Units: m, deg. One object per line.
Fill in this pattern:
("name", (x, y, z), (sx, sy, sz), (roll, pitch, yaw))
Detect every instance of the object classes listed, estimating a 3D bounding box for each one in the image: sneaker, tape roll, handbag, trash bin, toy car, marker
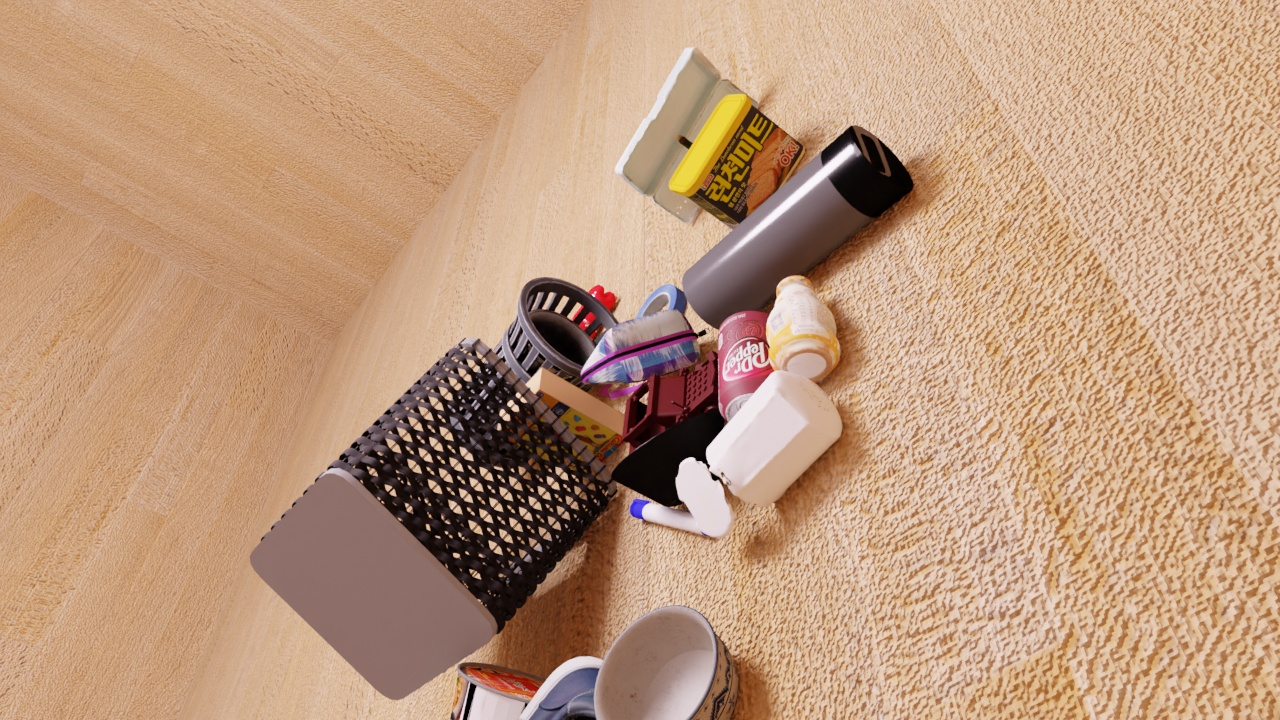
("sneaker", (-0.094, 0.396, 0.754), (0.294, 0.120, 0.127), (-56, 11, -2))
("tape roll", (0.022, -0.054, 1.161), (0.093, 0.016, 0.091), (-30, 37, 48))
("handbag", (-0.006, 0.006, 1.054), (0.068, 0.144, 0.170), (69, 159, 10))
("trash bin", (-0.146, 0.027, 1.226), (0.228, 0.164, 0.164), (-48, 26, 32))
("toy car", (0.030, 0.054, 0.953), (0.170, 0.062, 0.070), (-45, 27, 39))
("marker", (0.030, 0.153, 0.898), (0.142, 0.020, 0.020), (-4, 58, 62))

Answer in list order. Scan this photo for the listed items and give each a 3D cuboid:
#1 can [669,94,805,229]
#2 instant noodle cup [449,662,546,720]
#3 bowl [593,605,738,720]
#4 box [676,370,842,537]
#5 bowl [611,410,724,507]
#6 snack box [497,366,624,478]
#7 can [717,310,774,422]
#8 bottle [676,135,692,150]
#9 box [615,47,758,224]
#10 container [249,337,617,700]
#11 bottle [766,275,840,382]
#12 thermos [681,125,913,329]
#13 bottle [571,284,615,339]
("can", (0.115, -0.229, 1.081), (0.131, 0.101, 0.072), (-57, 24, 3))
("instant noodle cup", (-0.131, 0.364, 0.860), (0.124, 0.123, 0.121), (-2, 69, 62))
("bowl", (0.027, 0.257, 0.715), (0.116, 0.059, 0.115), (-29, 33, 21))
("box", (0.092, 0.084, 0.775), (0.161, 0.081, 0.091), (-51, -17, 21))
("bowl", (0.039, 0.103, 0.869), (0.124, 0.123, 0.052), (-42, 68, 33))
("snack box", (-0.092, 0.077, 1.094), (0.088, 0.125, 0.040), (-44, 28, 30))
("can", (0.105, 0.009, 0.867), (0.063, 0.063, 0.113), (-41, 29, 35))
("bottle", (0.088, -0.251, 1.155), (0.025, 0.106, 0.025), (-44, 28, 30))
("box", (0.061, -0.298, 1.224), (0.197, 0.136, 0.043), (-60, 29, -3))
("container", (-0.221, 0.173, 0.987), (0.248, 0.245, 0.242), (-40, 6, 36))
("bottle", (0.146, -0.031, 0.836), (0.063, 0.063, 0.108), (-42, 29, 33))
("thermos", (0.150, -0.127, 0.916), (0.241, 0.082, 0.082), (-40, 30, 37))
("bottle", (-0.086, -0.043, 1.328), (0.141, 0.042, 0.042), (-58, 24, 2))
